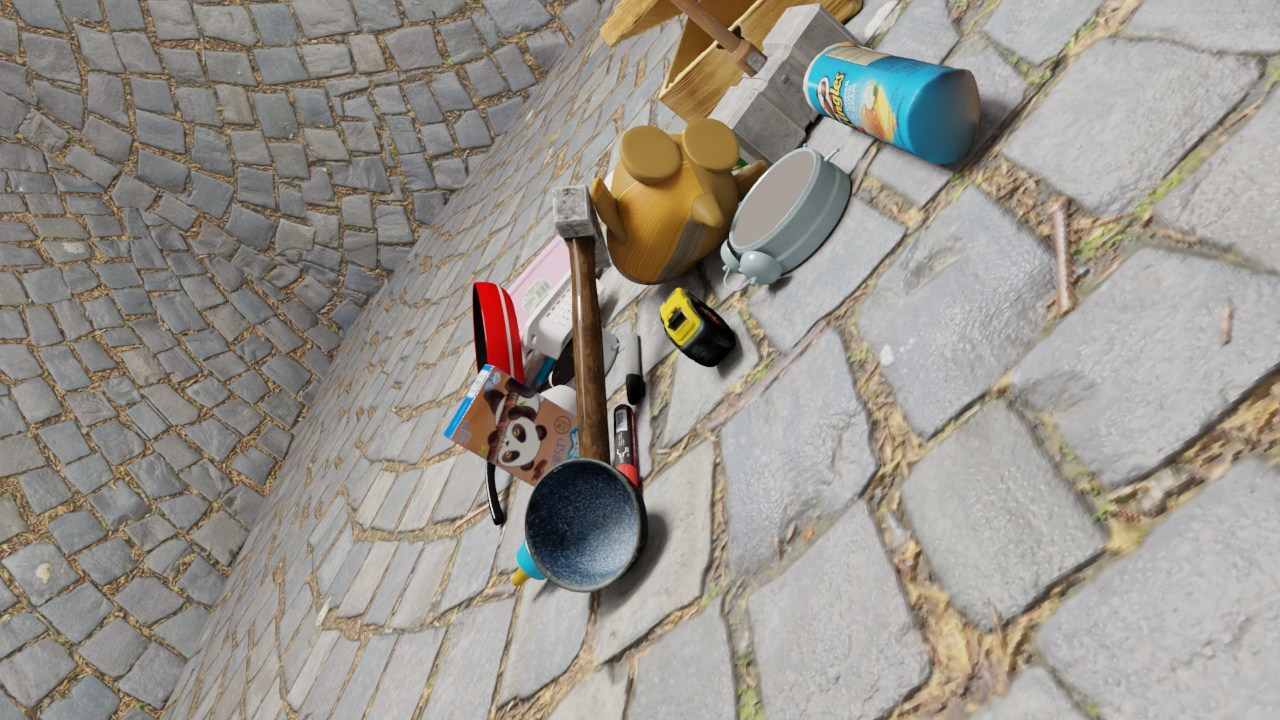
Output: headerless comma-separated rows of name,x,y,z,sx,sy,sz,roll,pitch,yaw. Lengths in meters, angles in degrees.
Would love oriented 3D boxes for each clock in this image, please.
clock,0.132,-0.132,0.875,0.159,0.045,0.122,-53,21,5
clock,-0.075,0.009,1.125,0.123,0.035,0.094,-51,22,14

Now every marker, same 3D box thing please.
marker,-0.015,0.089,0.905,0.024,0.021,0.144,-54,21,26
marker,-0.006,0.006,1.016,0.022,0.016,0.138,-17,33,11

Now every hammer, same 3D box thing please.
hammer,0.066,-0.356,0.955,0.163,0.317,0.083,-53,22,7
hammer,-0.051,-0.009,0.981,0.218,0.037,0.300,72,-166,-76

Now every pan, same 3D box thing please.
pan,-0.185,0.054,1.205,0.209,0.067,0.355,102,157,-51

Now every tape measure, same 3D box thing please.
tape measure,0.054,-0.028,0.858,0.042,0.071,0.072,-45,17,15

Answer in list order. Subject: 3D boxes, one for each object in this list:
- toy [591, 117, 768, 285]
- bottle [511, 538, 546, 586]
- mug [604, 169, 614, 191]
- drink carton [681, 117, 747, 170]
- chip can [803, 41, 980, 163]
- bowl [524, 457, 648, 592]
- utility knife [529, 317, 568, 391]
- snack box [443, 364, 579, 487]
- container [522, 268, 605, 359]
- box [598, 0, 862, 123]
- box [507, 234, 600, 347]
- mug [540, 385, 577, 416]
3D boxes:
toy,0.023,-0.164,1.008,0.204,0.198,0.162,122,133,-62
bottle,-0.080,0.171,0.888,0.146,0.051,0.051,-49,23,19
mug,0.004,-0.228,1.258,0.110,0.074,0.090,-26,27,6
drink carton,0.092,-0.262,1.120,0.123,0.058,0.041,-6,53,63
chip can,0.216,-0.227,0.791,0.080,0.080,0.229,-51,23,13
bowl,-0.038,0.143,0.808,0.114,0.060,0.114,-3,83,26
utility knife,-0.113,-0.028,1.287,0.031,0.015,0.173,-5,53,57
snack box,-0.119,0.078,0.963,0.087,0.151,0.034,-60,23,-10
container,-0.095,-0.060,1.193,0.129,0.049,0.081,-54,-8,-28
box,0.125,-0.498,1.187,0.280,0.215,0.256,-35,28,45
box,-0.130,-0.105,1.383,0.202,0.088,0.095,-44,-9,29
mug,-0.107,0.085,1.060,0.089,0.071,0.107,-55,-12,-37
